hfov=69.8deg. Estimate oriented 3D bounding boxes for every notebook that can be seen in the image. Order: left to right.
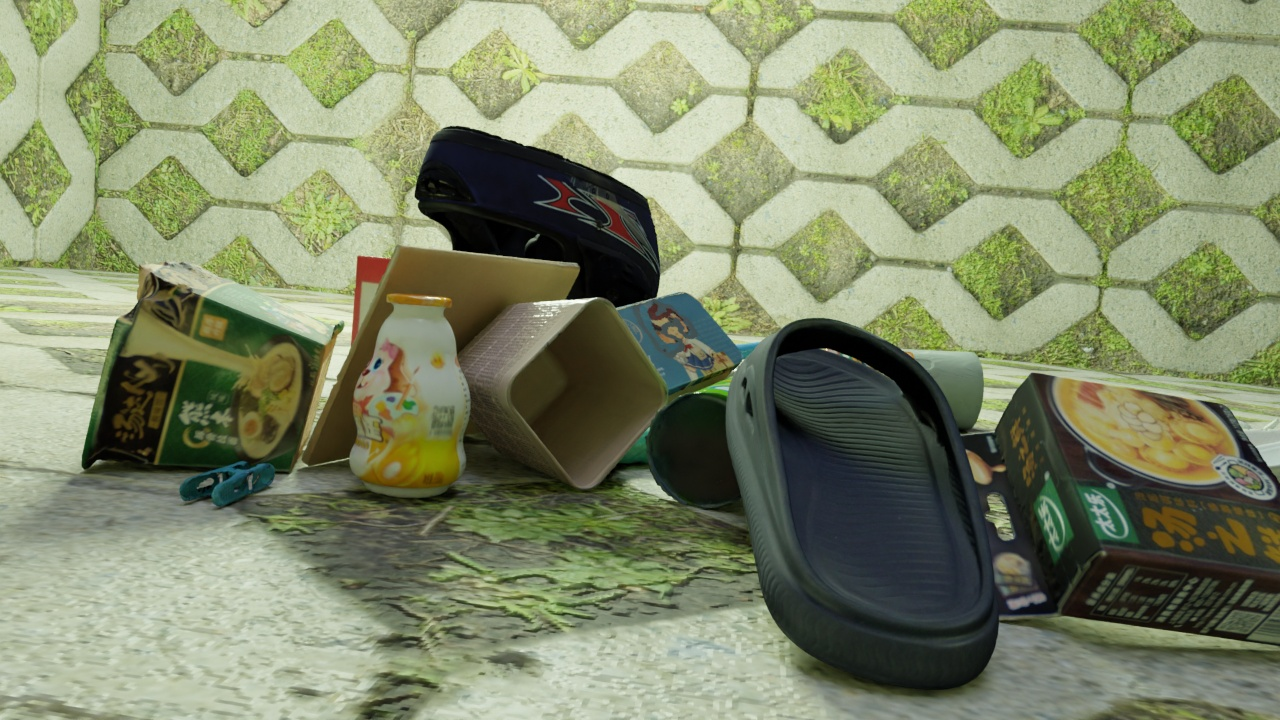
[{"bbox_3d":[-0.123,-0.005,0.614,0.008,0.148,0.207,34,15,20],"label":"notebook"}]

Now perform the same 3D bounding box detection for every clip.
[{"bbox_3d":[-0.207,0.062,0.465,0.043,0.014,0.056,6,7,9],"label":"clip"}]

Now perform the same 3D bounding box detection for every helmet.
[{"bbox_3d":[-0.124,-0.101,1.047,0.248,0.240,0.315,11,-3,42],"label":"helmet"}]

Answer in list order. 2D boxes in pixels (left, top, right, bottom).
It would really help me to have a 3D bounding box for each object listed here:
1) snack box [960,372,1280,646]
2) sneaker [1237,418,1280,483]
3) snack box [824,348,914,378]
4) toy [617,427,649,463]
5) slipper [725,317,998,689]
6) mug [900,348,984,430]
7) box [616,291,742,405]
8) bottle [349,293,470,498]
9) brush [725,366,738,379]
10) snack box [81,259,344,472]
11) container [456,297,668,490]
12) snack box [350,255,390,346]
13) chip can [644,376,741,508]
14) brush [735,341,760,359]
[{"bbox_3d":[0.217,0.065,0.414,0.125,0.053,0.113,9,39,-3],"label":"snack box"},{"bbox_3d":[0.337,0.077,0.514,0.242,0.089,0.090,-1,1,2],"label":"sneaker"},{"bbox_3d":[0.184,0.038,0.713,0.075,0.026,0.153,6,32,3],"label":"snack box"},{"bbox_3d":[-0.006,0.058,0.645,0.091,0.030,0.097,8,-4,-28],"label":"toy"},{"bbox_3d":[0.101,0.031,0.415,0.110,0.083,0.267,10,22,0],"label":"slipper"},{"bbox_3d":[0.299,0.037,0.995,0.103,0.083,0.124,4,-22,-1],"label":"mug"},{"bbox_3d":[-0.004,0.004,0.733,0.183,0.059,0.090,-20,63,-48],"label":"box"},{"bbox_3d":[-0.125,0.018,0.504,0.063,0.108,0.063,5,4,-1],"label":"bottle"},{"bbox_3d":[0.095,0.038,0.820,0.073,0.063,0.146,38,-13,-33],"label":"brush"},{"bbox_3d":[-0.243,0.012,0.542,0.105,0.117,0.118,16,5,-13],"label":"snack box"},{"bbox_3d":[-0.060,0.017,0.586,0.090,0.090,0.111,-47,29,-23],"label":"container"},{"bbox_3d":[-0.171,-0.016,0.735,0.113,0.127,0.044,6,5,4],"label":"snack box"},{"bbox_3d":[0.071,0.044,0.634,0.072,0.072,0.235,7,6,18],"label":"chip can"},{"bbox_3d":[0.039,-0.004,0.966,0.254,0.045,0.083,-6,-32,-12],"label":"brush"}]
